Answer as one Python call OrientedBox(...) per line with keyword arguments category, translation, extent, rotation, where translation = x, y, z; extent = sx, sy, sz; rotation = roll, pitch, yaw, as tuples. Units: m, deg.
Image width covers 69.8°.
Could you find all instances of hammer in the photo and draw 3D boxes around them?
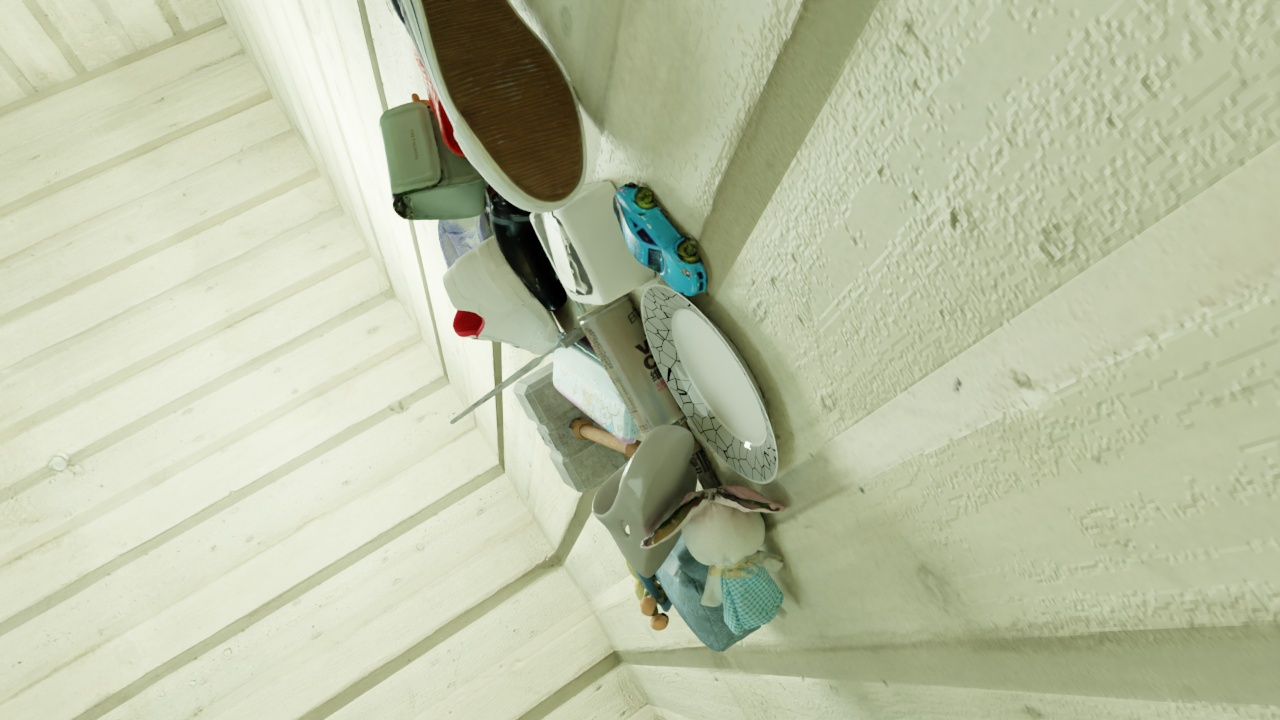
OrientedBox(category="hammer", translation=(-0.053, 0.090, 1.115), extent=(0.163, 0.082, 0.318), rotation=(63, 164, -11))

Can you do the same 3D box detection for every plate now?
OrientedBox(category="plate", translation=(0.061, 0.017, 0.763), extent=(0.188, 0.016, 0.189), rotation=(52, 163, 23))

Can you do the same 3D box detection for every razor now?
OrientedBox(category="razor", translation=(-0.109, -0.117, 0.956), extent=(0.064, 0.052, 0.140), rotation=(-11, 120, 30))

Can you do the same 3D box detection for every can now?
OrientedBox(category="can", translation=(-0.005, 0.005, 0.872), extent=(0.135, 0.054, 0.054), rotation=(61, 164, -5))

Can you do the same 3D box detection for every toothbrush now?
OrientedBox(category="toothbrush", translation=(-0.133, 0.017, 1.011), extent=(0.010, 0.181, 0.010), rotation=(28, 150, 54))

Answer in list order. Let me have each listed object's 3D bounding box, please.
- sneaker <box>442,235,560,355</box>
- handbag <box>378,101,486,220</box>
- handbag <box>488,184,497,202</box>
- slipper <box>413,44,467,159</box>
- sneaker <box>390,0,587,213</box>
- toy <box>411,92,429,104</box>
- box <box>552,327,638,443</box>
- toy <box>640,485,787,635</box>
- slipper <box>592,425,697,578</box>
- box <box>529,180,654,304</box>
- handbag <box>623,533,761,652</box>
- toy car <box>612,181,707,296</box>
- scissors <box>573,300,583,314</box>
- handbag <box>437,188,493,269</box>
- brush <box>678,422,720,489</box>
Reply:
OrientedBox(category="sneaker", translation=(-0.165, -0.056, 1.077), extent=(0.090, 0.104, 0.236), rotation=(64, -178, 20))
OrientedBox(category="handbag", translation=(-0.226, -0.218, 1.003), extent=(0.067, 0.106, 0.121), rotation=(109, 148, -59))
OrientedBox(category="handbag", translation=(-0.147, -0.155, 1.064), extent=(0.120, 0.029, 0.055), rotation=(76, 178, -62))
OrientedBox(category="slipper", translation=(-0.177, -0.248, 0.930), extent=(0.248, 0.059, 0.104), rotation=(49, 162, 27))
OrientedBox(category="sneaker", translation=(-0.141, -0.248, 0.744), extent=(0.127, 0.120, 0.294), rotation=(-21, 97, 61))
OrientedBox(category="toy", translation=(-0.252, -0.281, 1.121), extent=(0.127, 0.065, 0.095), rotation=(-125, 22, -47))
OrientedBox(category="box", translation=(-0.039, 0.022, 1.014), extent=(0.214, 0.065, 0.078), rotation=(31, 135, 59))
OrientedBox(category="toy", translation=(0.093, 0.178, 0.869), extent=(0.105, 0.131, 0.205), rotation=(-91, -23, -51))
OrientedBox(category="slipper", translation=(-0.003, 0.125, 0.877), extent=(0.081, 0.112, 0.266), rotation=(26, 159, 15))
OrientedBox(category="box", translation=(-0.059, -0.095, 0.795), extent=(0.102, 0.091, 0.107), rotation=(63, 162, -16))
OrientedBox(category="handbag", translation=(0.048, 0.246, 1.029), extent=(0.122, 0.118, 0.192), rotation=(66, 168, -23))
OrientedBox(category="toy car", translation=(0.011, -0.090, 0.695), extent=(0.105, 0.032, 0.048), rotation=(51, 162, 21))
OrientedBox(category="scissors", translation=(-0.095, -0.104, 1.021), extent=(0.172, 0.021, 0.172), rotation=(66, 159, -10))
OrientedBox(category="handbag", translation=(-0.197, -0.138, 1.154), extent=(0.126, 0.069, 0.159), rotation=(-91, -10, -51))
OrientedBox(category="brush", translation=(0.053, 0.091, 0.928), extent=(0.151, 0.012, 0.039), rotation=(64, 164, -11))
